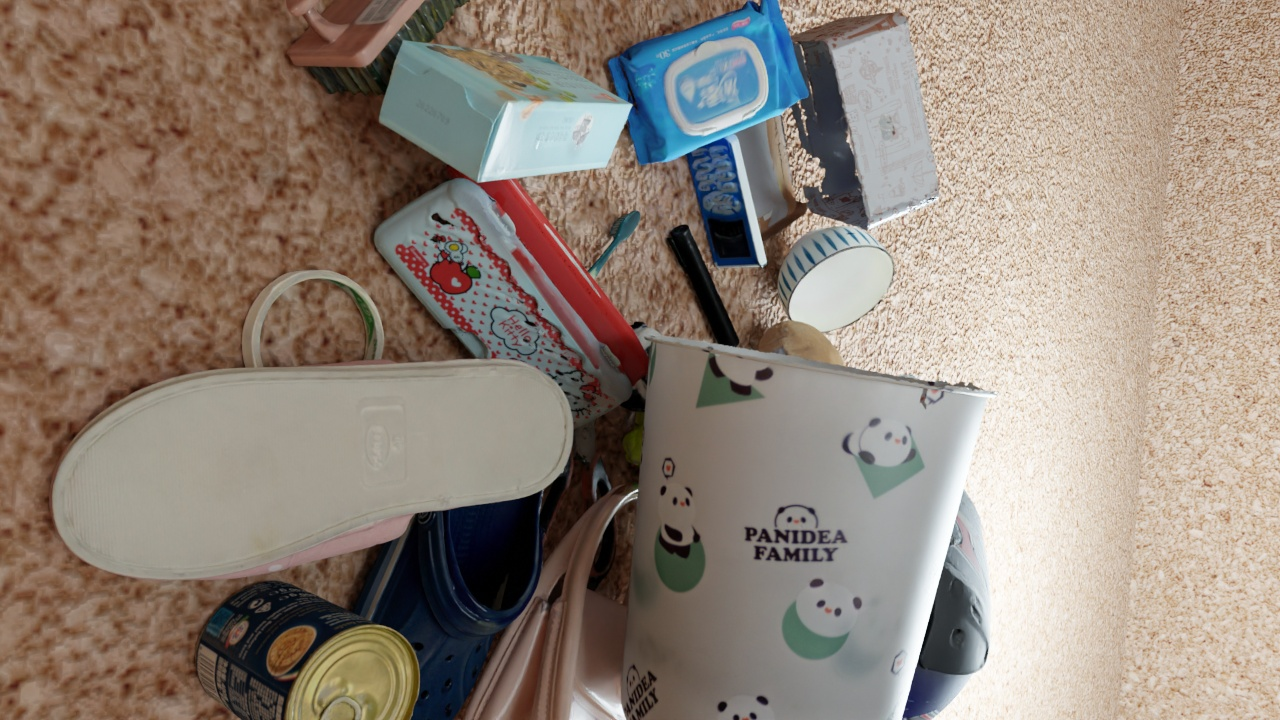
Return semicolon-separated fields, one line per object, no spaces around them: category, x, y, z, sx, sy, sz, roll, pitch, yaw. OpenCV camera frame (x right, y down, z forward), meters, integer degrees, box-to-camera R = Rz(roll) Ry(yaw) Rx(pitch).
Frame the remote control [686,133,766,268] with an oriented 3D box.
remote control;0.078;-0.140;0.819;0.024;0.049;0.125;-40;124;-43

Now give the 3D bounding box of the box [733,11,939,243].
box;0.142;-0.207;0.847;0.184;0.154;0.183;-23;112;-11

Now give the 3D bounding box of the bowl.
bowl;0.189;-0.091;0.926;0.116;0.117;0.066;33;26;-46

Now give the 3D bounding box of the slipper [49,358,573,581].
slipper;-0.169;0.053;0.512;0.273;0.054;0.114;-10;95;-26

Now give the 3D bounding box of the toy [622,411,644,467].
toy;0.019;0.085;0.789;0.100;0.031;0.096;47;58;-41

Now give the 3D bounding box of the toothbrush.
toothbrush;-0.053;-0.050;0.704;0.191;0.018;0.016;-55;129;-27

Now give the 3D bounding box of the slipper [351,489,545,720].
slipper;-0.110;0.138;0.589;0.105;0.095;0.252;26;79;-45

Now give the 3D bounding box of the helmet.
helmet;0.167;0.201;0.816;0.315;0.248;0.239;42;63;-35

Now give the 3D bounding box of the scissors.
scissors;-0.049;0.081;0.718;0.225;0.015;0.189;-56;135;-35

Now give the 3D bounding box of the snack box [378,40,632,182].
snack box;-0.076;-0.155;0.571;0.052;0.074;0.174;-64;166;24

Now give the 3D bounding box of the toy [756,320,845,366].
toy;0.187;0.051;0.923;0.226;0.083;0.143;49;27;-40

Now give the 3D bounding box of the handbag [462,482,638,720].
handbag;-0.028;0.206;0.693;0.193;0.093;0.233;46;53;-56

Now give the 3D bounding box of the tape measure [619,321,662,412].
tape measure;-0.004;0.004;0.741;0.066;0.034;0.065;34;59;-58

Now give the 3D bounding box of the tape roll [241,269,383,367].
tape roll;-0.192;-0.011;0.543;0.085;0.014;0.086;-7;99;-49

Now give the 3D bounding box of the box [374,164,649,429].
box;-0.086;-0.041;0.628;0.101;0.095;0.201;-35;119;4

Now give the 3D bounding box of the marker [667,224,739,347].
marker;0.058;-0.063;0.828;0.022;0.020;0.132;-41;124;-19

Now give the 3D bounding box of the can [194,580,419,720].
can;-0.183;0.168;0.500;0.075;0.111;0.075;-6;97;-47

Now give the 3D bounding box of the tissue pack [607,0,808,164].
tissue pack;0.058;-0.226;0.741;0.157;0.052;0.095;-24;114;-7

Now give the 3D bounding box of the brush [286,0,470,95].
brush;-0.144;-0.223;0.538;0.145;0.063;0.073;-61;145;-26

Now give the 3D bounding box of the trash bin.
trash bin;0.096;0.123;0.613;0.229;0.230;0.252;6;94;-50
